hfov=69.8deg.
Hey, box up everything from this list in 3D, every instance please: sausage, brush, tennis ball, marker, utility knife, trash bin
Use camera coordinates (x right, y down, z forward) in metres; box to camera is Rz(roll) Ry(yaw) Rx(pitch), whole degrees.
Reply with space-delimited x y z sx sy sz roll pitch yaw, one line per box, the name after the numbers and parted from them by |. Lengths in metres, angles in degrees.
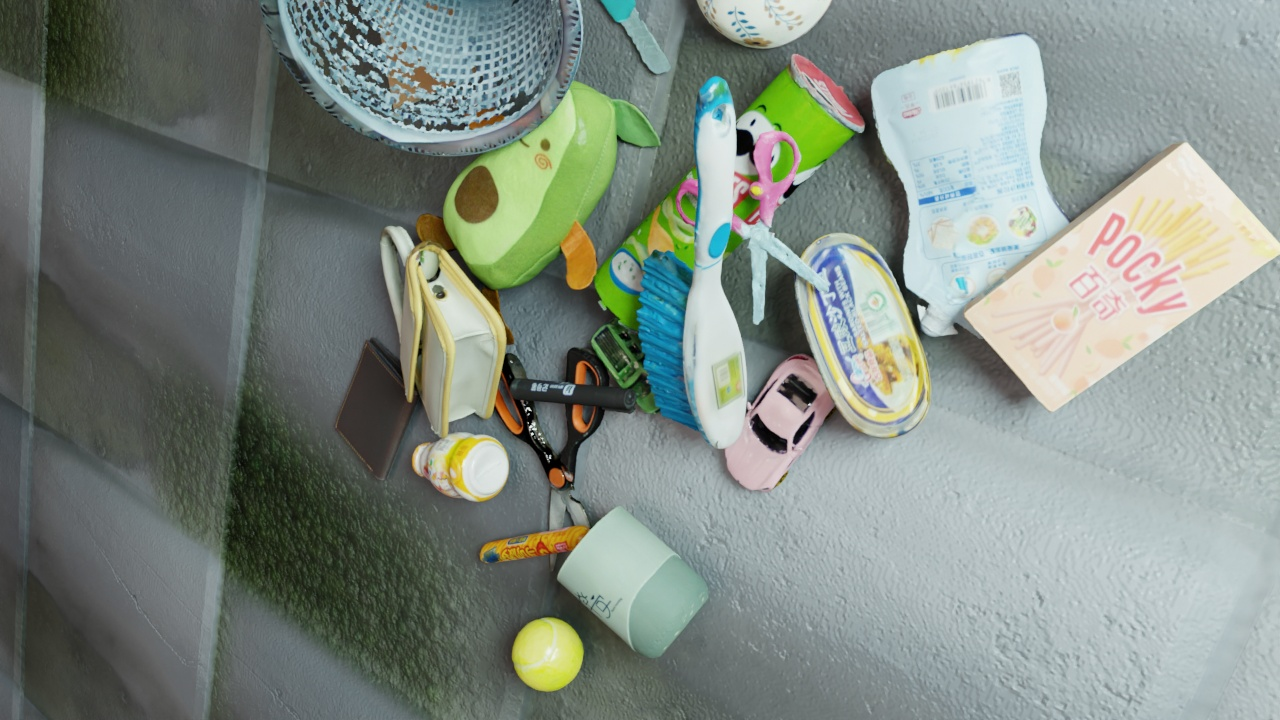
-0.101 0.173 0.859 0.166 0.021 0.021 -19 86 42 | sausage
0.038 -0.055 0.626 0.109 0.060 0.315 43 153 45 | brush
-0.086 0.271 0.847 0.066 0.065 0.065 5 100 32 | tennis ball
-0.060 0.030 0.793 0.132 0.020 0.022 4 131 37 | marker
-0.031 -0.318 0.757 0.029 0.013 0.209 -39 76 31 | utility knife
-0.151 -0.307 0.709 0.227 0.226 0.194 -31 39 32 | trash bin

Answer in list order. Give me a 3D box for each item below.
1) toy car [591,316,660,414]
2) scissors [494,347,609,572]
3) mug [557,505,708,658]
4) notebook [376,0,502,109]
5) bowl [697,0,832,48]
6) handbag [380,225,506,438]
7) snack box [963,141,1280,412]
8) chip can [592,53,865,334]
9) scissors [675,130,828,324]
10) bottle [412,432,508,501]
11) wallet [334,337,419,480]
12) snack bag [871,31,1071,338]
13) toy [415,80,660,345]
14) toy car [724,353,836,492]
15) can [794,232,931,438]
-0.005 0.005 0.775 0.091 0.036 0.043 51 118 12 | toy car
-0.078 0.083 0.846 0.222 0.021 0.221 38 121 25 | scissors
-0.008 0.196 0.776 0.106 0.082 0.112 39 138 12 | mug
-0.201 -0.360 0.865 0.148 0.008 0.207 -9 92 34 | notebook
0.081 -0.288 0.660 0.114 0.062 0.113 6 100 34 | bowl
-0.200 -0.034 0.845 0.178 0.063 0.164 52 147 21 | handbag
0.288 -0.048 0.561 0.158 0.026 0.084 -42 86 23 | snack box
0.058 -0.117 0.694 0.237 0.072 0.072 -43 73 30 | chip can
0.075 -0.091 0.637 0.128 0.017 0.133 7 105 27 | scissors
-0.177 0.100 0.885 0.109 0.063 0.063 1 98 45 | bottle
-0.280 0.051 0.971 0.096 0.020 0.122 42 118 27 | wallet
0.222 -0.108 0.605 0.110 0.038 0.191 -11 95 17 | snack bag
-0.101 -0.139 0.782 0.247 0.089 0.227 -47 65 27 | toy
0.107 0.050 0.708 0.056 0.037 0.123 42 118 23 | toy car
0.156 -0.017 0.644 0.075 0.049 0.148 -20 81 15 | can
